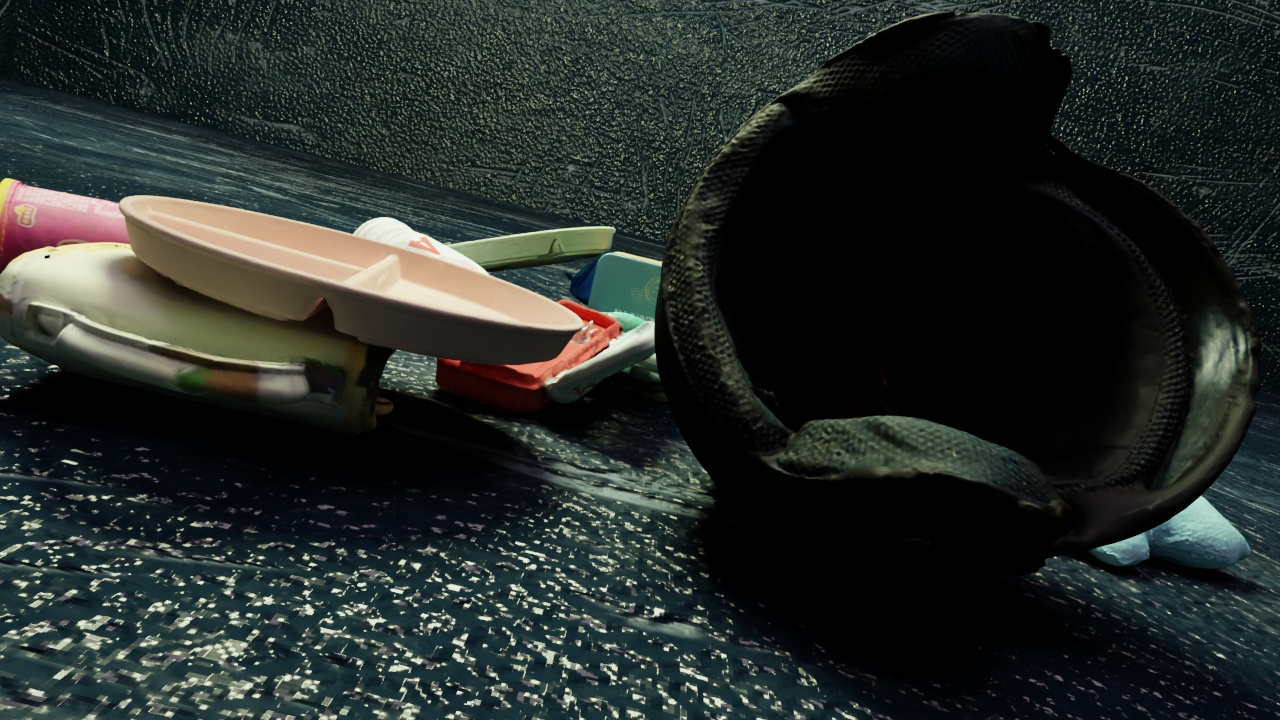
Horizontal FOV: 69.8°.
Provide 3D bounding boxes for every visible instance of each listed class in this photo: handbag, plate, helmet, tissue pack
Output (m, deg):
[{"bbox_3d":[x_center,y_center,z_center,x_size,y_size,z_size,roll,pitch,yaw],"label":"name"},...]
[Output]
[{"bbox_3d":[-0.196,-0.003,0.414,0.163,0.063,0.178,14,5,-9],"label":"handbag"},{"bbox_3d":[-0.142,-0.040,0.474,0.229,0.028,0.229,16,7,-2],"label":"plate"},{"bbox_3d":[0.139,-0.011,0.455,0.274,0.233,0.231,11,-19,-7],"label":"helmet"},{"bbox_3d":[-0.001,-0.069,0.995,0.157,0.052,0.095,17,-3,17],"label":"tissue pack"},{"bbox_3d":[-0.138,-0.108,0.943,0.230,0.027,0.230,-7,5,1],"label":"plate"}]

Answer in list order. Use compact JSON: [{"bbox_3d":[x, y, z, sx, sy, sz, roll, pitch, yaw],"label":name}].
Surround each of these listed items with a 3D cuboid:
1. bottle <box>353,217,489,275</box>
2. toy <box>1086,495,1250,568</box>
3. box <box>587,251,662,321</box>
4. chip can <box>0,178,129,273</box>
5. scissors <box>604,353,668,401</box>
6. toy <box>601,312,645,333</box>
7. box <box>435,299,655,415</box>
[{"bbox_3d":[-0.172,-0.065,0.774,0.197,0.068,0.068,27,16,38],"label":"bottle"},{"bbox_3d":[0.320,0.097,0.609,0.161,0.050,0.155,31,31,22],"label":"toy"},{"bbox_3d":[0.030,-0.051,0.900,0.184,0.090,0.063,12,11,1],"label":"box"},{"bbox_3d":[-0.276,-0.054,0.572,0.210,0.071,0.071,9,12,-28],"label":"chip can"},{"bbox_3d":[-0.009,0.004,0.756,0.177,0.019,0.171,20,13,19],"label":"scissors"},{"bbox_3d":[-0.004,-0.026,0.845,0.092,0.030,0.096,26,-2,-31],"label":"toy"},{"bbox_3d":[-0.037,-0.012,0.642,0.160,0.063,0.200,-3,12,16],"label":"box"}]
